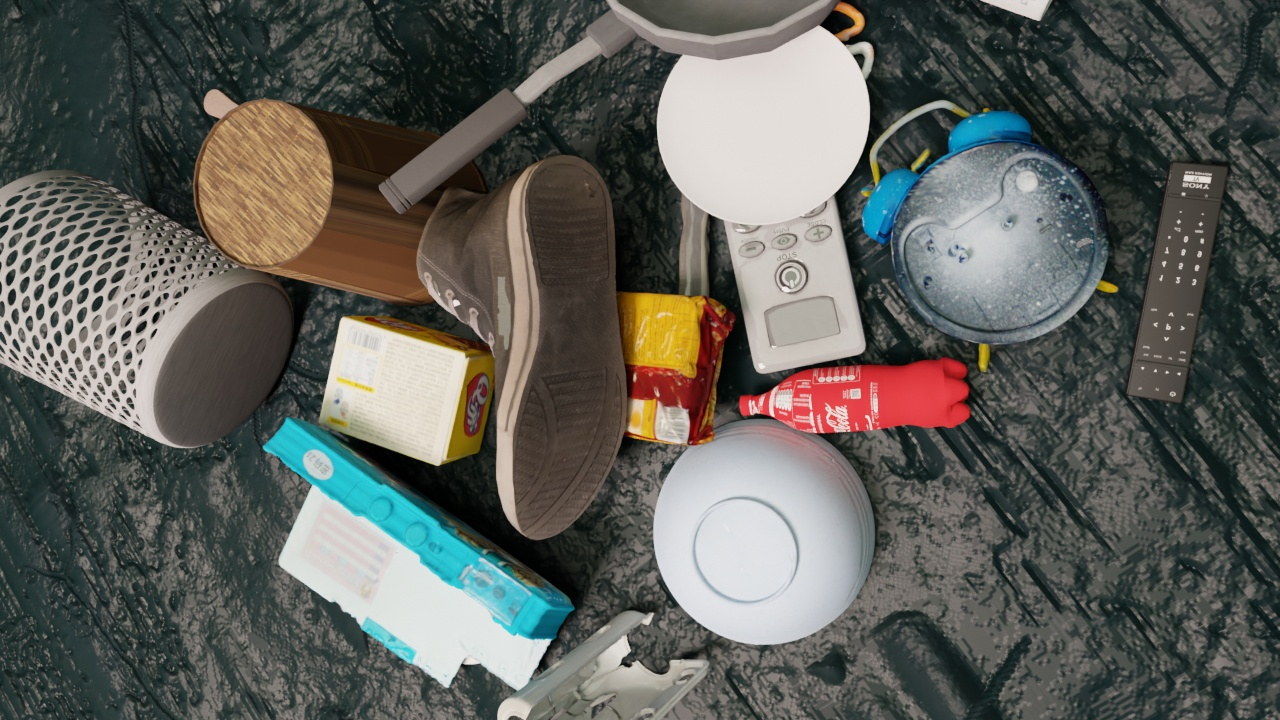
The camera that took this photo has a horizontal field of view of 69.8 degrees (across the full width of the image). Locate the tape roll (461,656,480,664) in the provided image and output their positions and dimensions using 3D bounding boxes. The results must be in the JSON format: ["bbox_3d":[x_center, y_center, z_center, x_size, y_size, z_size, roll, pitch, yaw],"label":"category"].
[{"bbox_3d":[-0.131,0.180,0.687,0.093,0.013,0.093,0,92,17],"label":"tape roll"}]

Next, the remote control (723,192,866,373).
[{"bbox_3d":[0.097,-0.071,0.603,0.074,0.019,0.151,-12,88,18],"label":"remote control"}]

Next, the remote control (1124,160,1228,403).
[{"bbox_3d":[0.315,-0.046,0.540,0.030,0.009,0.140,10,95,17],"label":"remote control"}]

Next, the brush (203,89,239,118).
[{"bbox_3d":[-0.299,-0.182,0.728,0.136,0.015,0.050,30,101,15],"label":"brush"}]

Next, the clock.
[{"bbox_3d":[0.202,-0.084,0.550,0.117,0.060,0.161,-32,81,17],"label":"clock"}]

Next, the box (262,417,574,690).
[{"bbox_3d":[-0.159,0.142,0.659,0.227,0.084,0.172,31,137,14],"label":"box"}]

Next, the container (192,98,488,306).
[{"bbox_3d":[-0.198,-0.105,0.619,0.132,0.167,0.132,1,92,17],"label":"container"}]

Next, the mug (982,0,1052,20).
[{"bbox_3d":[0.201,-0.255,0.532,0.106,0.082,0.082,28,100,14],"label":"mug"}]

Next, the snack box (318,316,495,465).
[{"bbox_3d":[-0.166,0.019,0.668,0.106,0.061,0.083,16,97,16],"label":"snack box"}]

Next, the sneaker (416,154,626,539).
[{"bbox_3d":[-0.082,-0.007,0.595,0.120,0.095,0.235,3,100,46],"label":"sneaker"}]

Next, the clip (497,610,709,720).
[{"bbox_3d":[-0.045,0.220,0.612,0.152,0.126,0.104,-15,94,41],"label":"clip"}]

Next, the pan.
[{"bbox_3d":[-0.013,-0.207,0.572,0.357,0.041,0.178,-39,69,-4],"label":"pan"}]

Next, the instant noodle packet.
[{"bbox_3d":[-0.004,0.004,0.615,0.136,0.039,0.098,5,96,35],"label":"instant noodle packet"}]

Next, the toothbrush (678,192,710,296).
[{"bbox_3d":[0.038,-0.107,0.622,0.024,0.022,0.185,1,90,-18],"label":"toothbrush"}]

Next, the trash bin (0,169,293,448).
[{"bbox_3d":[-0.379,-0.035,0.688,0.183,0.156,0.156,25,99,13],"label":"trash bin"}]

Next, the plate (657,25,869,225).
[{"bbox_3d":[0.078,-0.154,0.590,0.135,0.011,0.134,0,90,13],"label":"plate"}]

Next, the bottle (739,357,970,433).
[{"bbox_3d":[0.134,0.024,0.583,0.142,0.042,0.042,-5,90,18],"label":"bottle"}]

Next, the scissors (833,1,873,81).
[{"bbox_3d":[0.089,-0.187,0.601,0.129,0.013,0.065,-22,86,10],"label":"scissors"}]

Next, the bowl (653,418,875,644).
[{"bbox_3d":[0.072,0.115,0.589,0.151,0.074,0.150,0,91,17],"label":"bowl"}]
